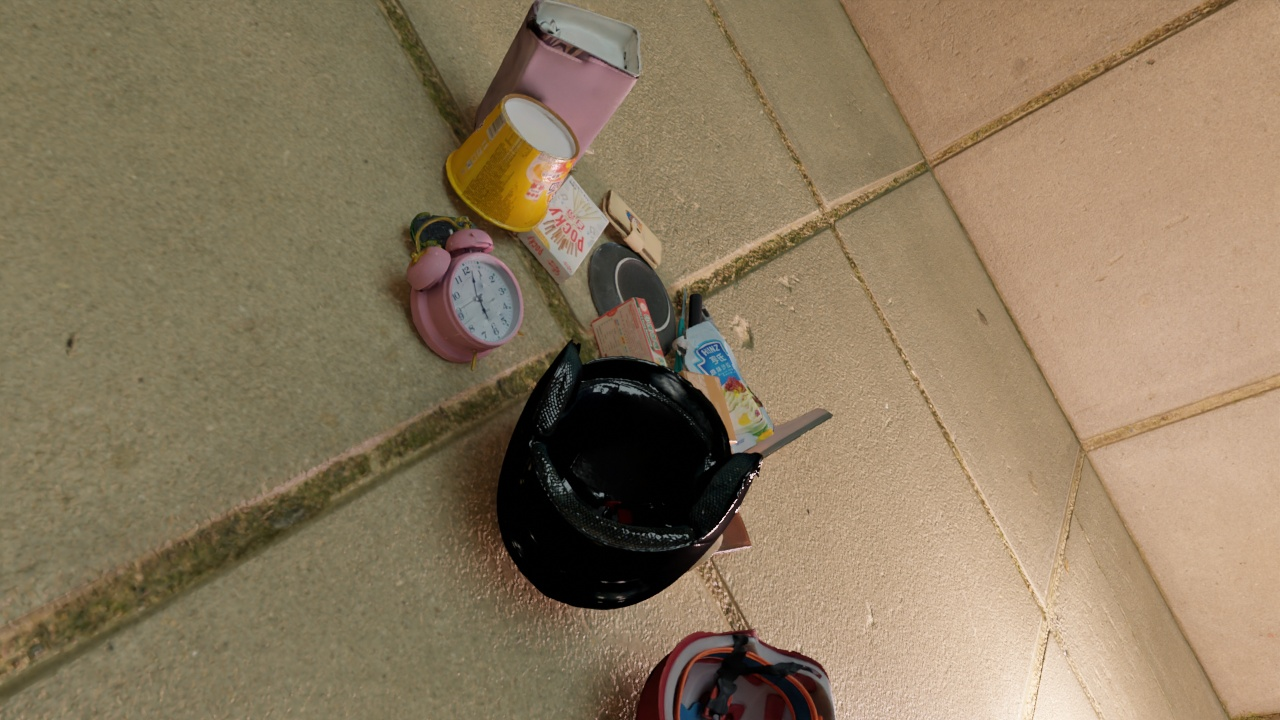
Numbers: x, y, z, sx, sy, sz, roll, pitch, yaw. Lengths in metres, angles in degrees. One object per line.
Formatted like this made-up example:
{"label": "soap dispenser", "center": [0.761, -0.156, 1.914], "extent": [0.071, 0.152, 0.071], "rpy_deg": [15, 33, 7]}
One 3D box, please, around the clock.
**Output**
{"label": "clock", "center": [-0.188, -0.076, 0.969], "extent": [0.116, 0.060, 0.158], "rpy_deg": [-40, 109, -47]}

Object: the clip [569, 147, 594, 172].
{"label": "clip", "center": [-0.105, -0.298, 1.251], "extent": [0.103, 0.093, 0.035], "rpy_deg": [28, 46, -55]}

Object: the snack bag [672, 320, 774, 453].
{"label": "snack bag", "center": [0.117, 0.035, 1.295], "extent": [0.110, 0.039, 0.191], "rpy_deg": [-24, 82, -42]}

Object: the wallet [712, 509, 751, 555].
{"label": "wallet", "center": [0.090, 0.193, 1.196], "extent": [0.101, 0.032, 0.124], "rpy_deg": [4, 63, -49]}

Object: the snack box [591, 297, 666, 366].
{"label": "snack box", "center": [-0.007, 0.007, 1.156], "extent": [0.027, 0.077, 0.155], "rpy_deg": [1, 66, -52]}

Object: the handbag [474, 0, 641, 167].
{"label": "handbag", "center": [-0.105, -0.342, 1.136], "extent": [0.144, 0.198, 0.098], "rpy_deg": [9, 61, -28]}

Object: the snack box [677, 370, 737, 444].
{"label": "snack box", "center": [0.055, 0.075, 1.174], "extent": [0.077, 0.095, 0.092], "rpy_deg": [9, 60, -50]}

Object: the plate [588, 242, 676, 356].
{"label": "plate", "center": [-0.003, -0.087, 1.275], "extent": [0.179, 0.024, 0.179], "rpy_deg": [31, 44, -36]}

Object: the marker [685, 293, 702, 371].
{"label": "marker", "center": [0.077, -0.040, 1.338], "extent": [0.022, 0.020, 0.131], "rpy_deg": [53, 35, -52]}

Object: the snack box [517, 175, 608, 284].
{"label": "snack box", "center": [-0.099, -0.175, 1.209], "extent": [0.084, 0.027, 0.156], "rpy_deg": [49, 35, -18]}

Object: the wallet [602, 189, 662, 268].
{"label": "wallet", "center": [-0.011, -0.189, 1.324], "extent": [0.115, 0.024, 0.087], "rpy_deg": [46, 25, -24]}

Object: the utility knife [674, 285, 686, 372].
{"label": "utility knife", "center": [0.059, -0.027, 1.317], "extent": [0.029, 0.013, 0.216], "rpy_deg": [70, 20, -47]}

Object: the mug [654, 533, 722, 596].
{"label": "mug", "center": [0.024, 0.199, 1.074], "extent": [0.124, 0.084, 0.103], "rpy_deg": [-41, 103, -30]}

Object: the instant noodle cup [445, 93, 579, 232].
{"label": "instant noodle cup", "center": [-0.146, -0.241, 1.094], "extent": [0.138, 0.110, 0.137], "rpy_deg": [28, 37, -24]}

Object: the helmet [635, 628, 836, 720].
{"label": "helmet", "center": [0.082, 0.394, 0.952], "extent": [0.240, 0.144, 0.206], "rpy_deg": [27, 45, -21]}

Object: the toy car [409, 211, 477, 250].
{"label": "toy car", "center": [-0.217, -0.137, 1.018], "extent": [0.091, 0.036, 0.043], "rpy_deg": [0, 68, -53]}

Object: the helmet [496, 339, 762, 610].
{"label": "helmet", "center": [-0.022, 0.115, 0.932], "extent": [0.233, 0.231, 0.273], "rpy_deg": [33, 31, 1]}

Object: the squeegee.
{"label": "squeegee", "center": [0.144, 0.026, 1.375], "extent": [0.247, 0.040, 0.249], "rpy_deg": [-24, 80, -39]}
